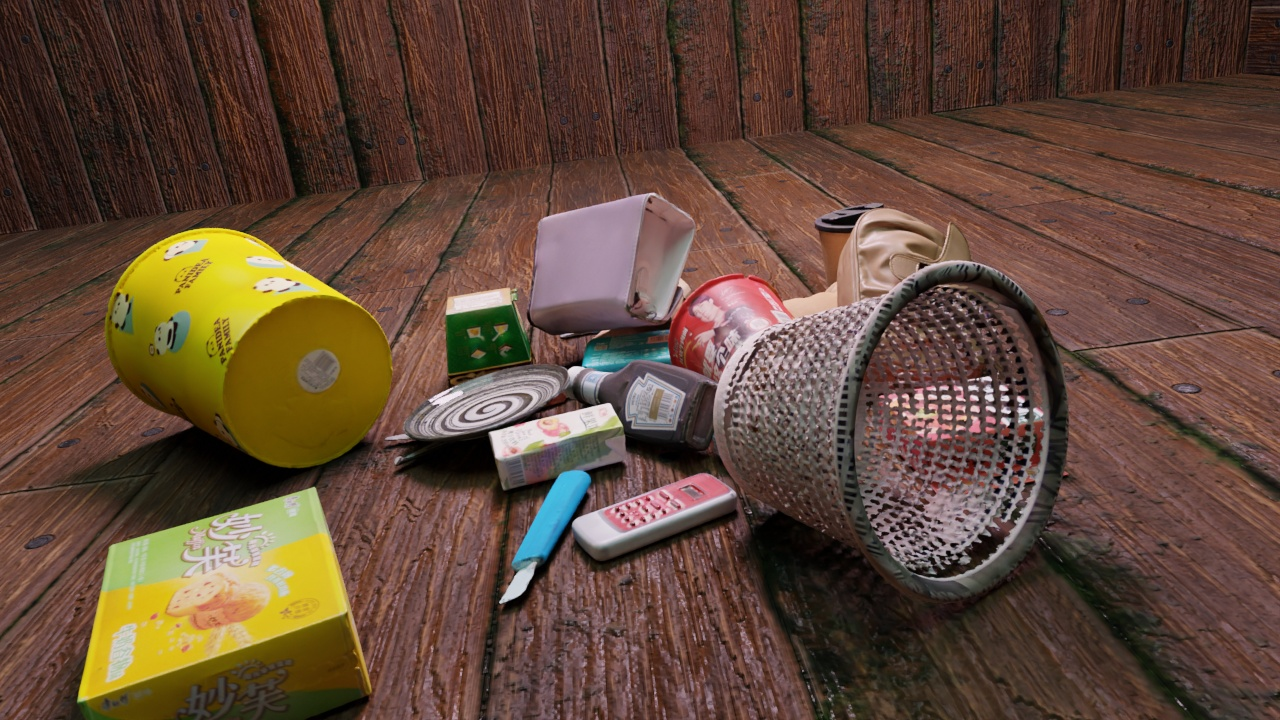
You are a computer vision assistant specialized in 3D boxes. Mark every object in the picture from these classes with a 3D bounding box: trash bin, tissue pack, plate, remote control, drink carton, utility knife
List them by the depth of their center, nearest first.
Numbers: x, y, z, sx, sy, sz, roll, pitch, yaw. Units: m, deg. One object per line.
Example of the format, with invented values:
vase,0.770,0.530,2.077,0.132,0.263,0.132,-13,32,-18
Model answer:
trash bin,0.166,0.045,0.684,0.227,0.227,0.192,-20,11,-30
utility knife,-0.078,0.141,0.753,0.034,0.018,0.186,-13,18,18
remote control,0.012,0.127,0.757,0.135,0.020,0.056,-16,23,-23
drink carton,-0.077,0.082,0.868,0.122,0.045,0.053,-13,27,-13
plate,-0.157,0.049,0.953,0.179,0.024,0.179,-14,18,4
trash bin,-0.418,-0.010,1.001,0.229,0.230,0.256,-25,32,-39
tissue pack,-0.006,0.006,1.041,0.133,0.050,0.093,-6,22,5

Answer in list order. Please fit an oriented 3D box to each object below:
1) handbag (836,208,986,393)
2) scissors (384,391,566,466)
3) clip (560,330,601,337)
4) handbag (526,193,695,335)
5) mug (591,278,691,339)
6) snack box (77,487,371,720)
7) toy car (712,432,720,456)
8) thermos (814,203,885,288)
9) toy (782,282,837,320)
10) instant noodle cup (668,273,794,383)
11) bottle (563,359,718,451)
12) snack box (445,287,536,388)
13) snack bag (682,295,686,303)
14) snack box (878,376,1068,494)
handbag,0.283,-0.066,0.957,0.147,0.100,0.204,7,60,-6
scissors,-0.157,0.068,0.976,0.227,0.015,0.188,-1,22,16
clip,-0.081,-0.042,1.248,0.056,0.026,0.024,0,20,-16
handbag,-0.040,-0.103,1.073,0.098,0.144,0.197,28,-21,-38
mug,0.001,-0.054,1.180,0.125,0.084,0.103,-27,9,27
snack box,-0.290,0.179,0.647,0.157,0.070,0.210,-16,22,-20
toy car,0.112,0.075,0.841,0.091,0.034,0.042,1,19,15
thermos,0.272,-0.129,1.173,0.093,0.143,0.093,-6,20,2
toy,0.206,-0.033,1.046,0.225,0.082,0.143,-21,24,-22
instant noodle cup,0.109,-0.006,0.929,0.137,0.138,0.108,-13,29,-15
bottle,-0.005,0.038,0.920,0.195,0.080,0.044,12,-6,45
snack box,-0.189,-0.025,1.107,0.117,0.106,0.118,-10,20,-7
snack bag,0.068,-0.028,1.046,0.026,0.105,0.045,-23,31,9
snack box,0.285,0.063,0.799,0.113,0.044,0.127,-10,21,-6
